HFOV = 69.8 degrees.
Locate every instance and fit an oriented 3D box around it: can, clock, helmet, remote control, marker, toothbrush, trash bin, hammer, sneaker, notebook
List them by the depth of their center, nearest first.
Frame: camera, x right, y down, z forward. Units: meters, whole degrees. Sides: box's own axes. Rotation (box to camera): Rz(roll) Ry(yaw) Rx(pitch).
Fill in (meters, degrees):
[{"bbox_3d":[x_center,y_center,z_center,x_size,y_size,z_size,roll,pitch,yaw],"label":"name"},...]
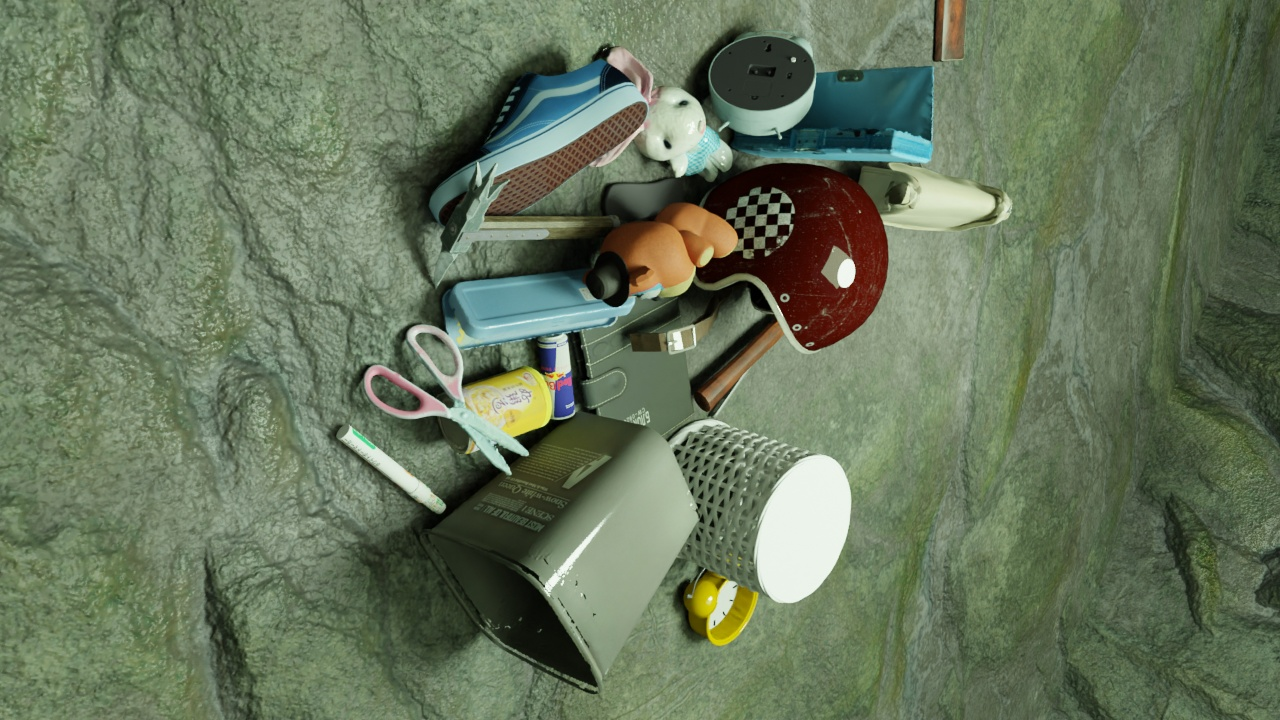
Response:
[{"bbox_3d":[-0.241,0.109,0.897,0.017,0.017,0.145,-55,132,-18],"label":"marker"},{"bbox_3d":[-0.114,-0.220,0.903,0.241,0.098,0.083,-35,163,-14],"label":"sneaker"},{"bbox_3d":[-0.148,0.050,0.933,0.104,0.068,0.068,-20,115,-39],"label":"can"},{"bbox_3d":[-0.071,-0.135,0.956,0.316,0.028,0.147,-10,146,-48],"label":"hammer"},{"bbox_3d":[-0.069,0.187,0.974,0.219,0.198,0.197,-46,128,-33],"label":"trash bin"},{"bbox_3d":[-0.092,0.016,1.004,0.032,0.032,0.095,-22,116,-39],"label":"can"},{"bbox_3d":[0.004,-0.184,1.055,0.124,0.009,0.046,-15,112,-41],"label":"remote control"},{"bbox_3d":[0.145,-0.331,1.075,0.045,0.122,0.159,77,27,-59],"label":"clock"},{"bbox_3d":[0.160,-0.116,1.087,0.233,0.254,0.233,11,80,-60],"label":"helmet"},{"bbox_3d":[-0.006,0.006,1.090,0.169,0.029,0.209,-30,118,-38],"label":"notebook"},{"bbox_3d":[0.173,-0.032,1.235,0.299,0.028,0.111,-42,118,-30],"label":"hammer"},{"bbox_3d":[0.142,0.014,1.247,0.167,0.013,0.013,-53,124,-19],"label":"toothbrush"},{"bbox_3d":[0.112,0.330,1.285,0.113,0.052,0.152,-47,134,-25],"label":"clock"}]

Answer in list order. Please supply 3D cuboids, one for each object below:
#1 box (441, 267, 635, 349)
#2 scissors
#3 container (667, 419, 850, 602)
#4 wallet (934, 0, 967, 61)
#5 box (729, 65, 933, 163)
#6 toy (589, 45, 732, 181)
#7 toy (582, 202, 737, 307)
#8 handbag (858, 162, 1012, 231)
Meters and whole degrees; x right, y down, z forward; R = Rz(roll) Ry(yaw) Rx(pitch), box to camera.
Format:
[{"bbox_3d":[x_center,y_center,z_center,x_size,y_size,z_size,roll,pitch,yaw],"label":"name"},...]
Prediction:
[{"bbox_3d":[-0.108,-0.053,0.957,0.209,0.069,0.064,-11,151,-39],"label":"box"},{"bbox_3d":[-0.167,0.033,0.875,0.179,0.016,0.108,30,66,-1],"label":"scissors"},{"bbox_3d":[0.135,0.186,1.161,0.188,0.187,0.189,-12,108,-41],"label":"container"},{"bbox_3d":[0.478,-0.526,1.412,0.072,0.019,0.123,-20,115,-39],"label":"wallet"},{"bbox_3d":[0.226,-0.294,1.083,0.094,0.232,0.110,-3,103,-44],"label":"box"},{"bbox_3d":[0.039,-0.244,1.007,0.205,0.106,0.131,19,91,-44],"label":"toy"},{"bbox_3d":[0.014,-0.112,0.964,0.175,0.112,0.096,-17,107,-37],"label":"toy"},{"bbox_3d":[0.414,-0.255,1.328,0.228,0.184,0.132,-1,100,-27],"label":"handbag"}]
